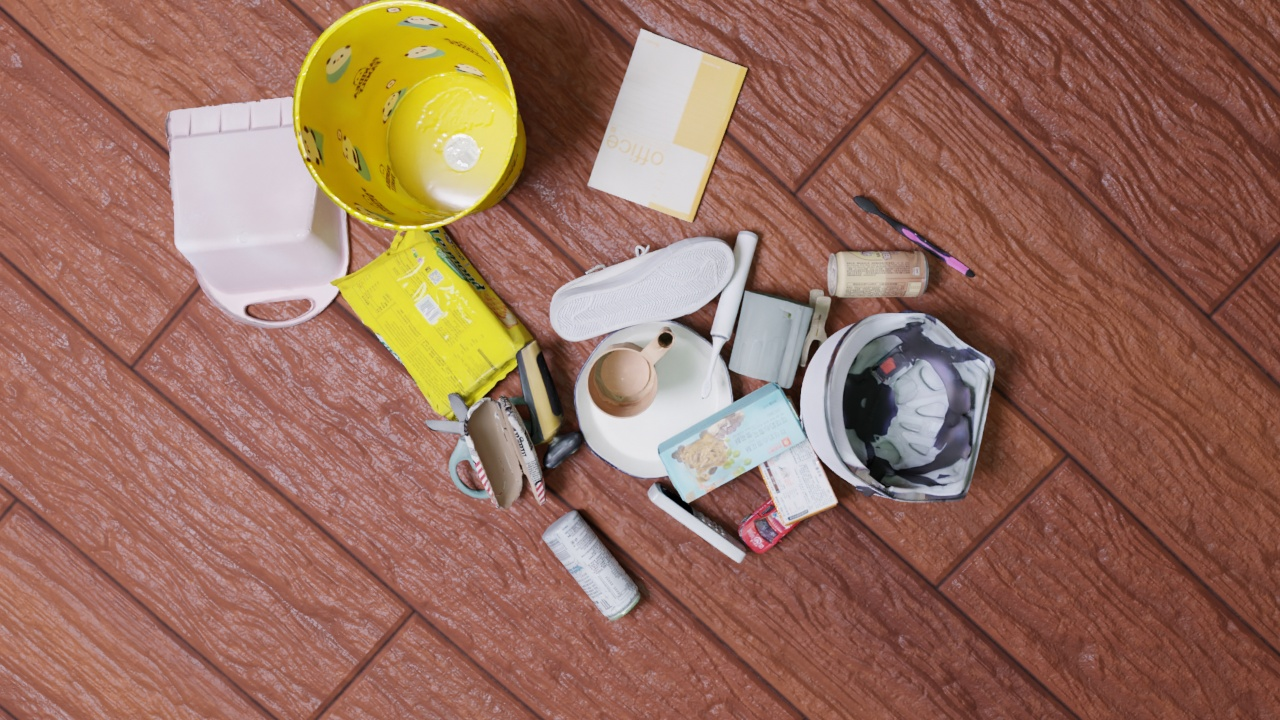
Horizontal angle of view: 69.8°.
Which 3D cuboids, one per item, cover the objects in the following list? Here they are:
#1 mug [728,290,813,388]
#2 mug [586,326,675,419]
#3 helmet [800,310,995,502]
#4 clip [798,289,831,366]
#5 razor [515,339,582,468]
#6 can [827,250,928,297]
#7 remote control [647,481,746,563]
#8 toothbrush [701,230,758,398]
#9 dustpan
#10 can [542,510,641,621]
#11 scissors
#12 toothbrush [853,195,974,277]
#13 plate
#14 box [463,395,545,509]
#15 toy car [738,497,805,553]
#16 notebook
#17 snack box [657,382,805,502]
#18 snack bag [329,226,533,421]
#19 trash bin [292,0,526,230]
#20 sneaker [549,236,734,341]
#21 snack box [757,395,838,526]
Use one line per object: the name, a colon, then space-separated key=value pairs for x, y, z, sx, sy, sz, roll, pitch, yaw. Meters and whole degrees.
mug: x=0.167 y=-0.026 z=1.143 sx=0.083 sy=0.124 sz=0.103 roll=10 pitch=100 yaw=-20
mug: x=-0.007 y=0.006 z=1.112 sx=0.084 sy=0.103 sz=0.125 roll=44 pitch=96 yaw=-4
helmet: x=0.293 y=0.056 z=1.125 sx=0.258 sy=0.146 sz=0.229 roll=15 pitch=82 yaw=-22
clip: x=0.226 y=-0.038 z=1.175 sx=0.034 sy=0.066 sz=0.099 roll=7 pitch=108 yaw=0
razor: x=-0.119 y=0.054 z=1.157 sx=0.068 sy=0.062 sz=0.167 roll=-5 pitch=112 yaw=23
can: x=0.299 y=-0.109 z=1.161 sx=0.116 sy=0.058 sz=0.058 roll=0 pitch=97 yaw=1
remote control: x=0.074 y=0.210 z=1.203 sx=0.150 sy=0.058 sz=0.021 roll=36 pitch=93 yaw=-4
toothbrush: x=0.108 y=-0.057 z=1.155 sx=0.027 sy=0.026 sz=0.220 roll=16 pitch=80 yaw=2
dustpan: x=-0.488 y=-0.191 z=1.190 sx=0.222 sy=0.139 sz=0.273 roll=-3 pitch=69 yaw=2
can: x=-0.064 y=0.270 z=1.213 sx=0.058 sy=0.058 sz=0.146 roll=-37 pitch=95 yaw=5
scissors: x=-0.185 y=0.096 z=1.189 sx=0.181 sy=0.019 sz=0.170 roll=-24 pitch=122 yaw=-10
toothbrush: x=0.351 y=-0.158 z=1.179 sx=0.189 sy=0.017 sz=0.014 roll=32 pitch=97 yaw=-6
plate: x=0.017 y=0.049 z=1.192 sx=0.205 sy=0.045 sz=0.205 roll=0 pitch=97 yaw=2
box: x=-0.157 y=0.117 z=1.150 sx=0.088 sy=0.076 sz=0.163 roll=4 pitch=125 yaw=29
toy car: x=0.183 y=0.205 z=1.209 sx=0.120 sy=0.045 sz=0.053 roll=-43 pitch=93 yaw=7
notebook: x=0.033 y=-0.296 z=1.167 sx=0.146 sy=0.010 sz=0.206 roll=20 pitch=97 yaw=-1
snack box: x=0.113 y=0.102 z=1.148 sx=0.175 sy=0.051 sz=0.074 roll=-29 pitch=99 yaw=3
snack bag: x=-0.260 y=-0.053 z=1.173 sx=0.158 sy=0.068 sz=0.246 roll=-39 pitch=94 yaw=5
trash bin: x=-0.238 y=-0.262 z=1.052 sx=0.229 sy=0.255 sz=0.229 roll=0 pitch=97 yaw=0
sneaker: x=0.000 y=-0.094 z=1.158 sx=0.242 sy=0.090 sz=0.089 roll=-20 pitch=112 yaw=-3
snack box: x=0.189 y=0.129 z=1.181 sx=0.075 sy=0.026 sz=0.153 roll=-23 pitch=75 yaw=5
